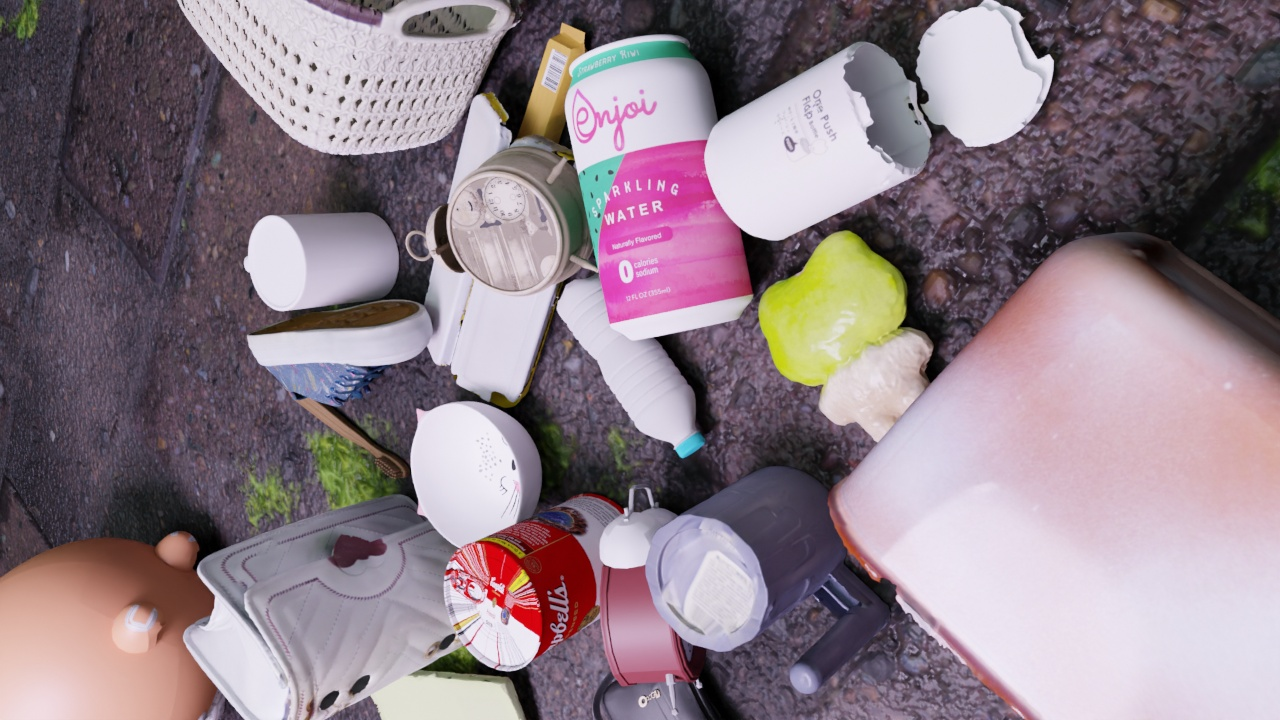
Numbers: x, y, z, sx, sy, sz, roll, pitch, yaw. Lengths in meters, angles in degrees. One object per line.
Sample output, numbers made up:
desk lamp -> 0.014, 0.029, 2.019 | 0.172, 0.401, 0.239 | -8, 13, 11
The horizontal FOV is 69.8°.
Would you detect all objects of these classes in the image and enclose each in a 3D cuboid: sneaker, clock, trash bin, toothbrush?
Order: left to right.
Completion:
sneaker -> -0.247, 0.001, 0.752 | 0.236, 0.087, 0.079 | -2, 110, 45
toothbrush -> -0.266, 0.062, 0.824 | 0.167, 0.016, 0.016 | 30, 116, 28
clock -> -0.096, -0.083, 0.592 | 0.141, 0.054, 0.093 | -7, 111, 24
clock -> 0.009, 0.149, 0.590 | 0.048, 0.096, 0.137 | -8, 82, 15
trash bin -> 0.239, 0.078, 0.367 | 0.259, 0.181, 0.158 | 45, 119, 21

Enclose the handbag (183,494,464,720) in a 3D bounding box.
handbag -> -0.223, 0.188, 0.706 | 0.142, 0.198, 0.096 | 34, 115, 25

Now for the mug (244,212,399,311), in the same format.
mug -> -0.269, -0.082, 0.751 | 0.111, 0.090, 0.074 | 3, 100, 35

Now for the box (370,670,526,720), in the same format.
box -> -0.157, 0.326, 0.787 | 0.188, 0.029, 0.138 | -13, 97, 37

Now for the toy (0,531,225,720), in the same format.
toy -> -0.552, 0.310, 0.934 | 0.265, 0.262, 0.281 | 36, 104, -21

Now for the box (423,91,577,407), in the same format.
box -> -0.107, -0.074, 0.660 | 0.128, 0.045, 0.210 | 39, 127, 26

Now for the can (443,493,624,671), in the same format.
can -> -0.063, 0.148, 0.632 | 0.087, 0.116, 0.087 | 8, 103, 34

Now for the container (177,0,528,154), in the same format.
container -> -0.209, -0.256, 0.626 | 0.251, 0.184, 0.144 | 47, 130, 19

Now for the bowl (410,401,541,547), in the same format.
bowl -> -0.117, 0.083, 0.699 | 0.115, 0.050, 0.115 | 8, 103, 34

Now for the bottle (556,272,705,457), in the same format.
bottle -> -0.004, 0.004, 0.607 | 0.044, 0.044, 0.136 | -44, 73, 33

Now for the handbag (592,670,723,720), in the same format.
handbag -> 0.027, 0.259, 0.630 | 0.079, 0.054, 0.128 | -44, 69, 27

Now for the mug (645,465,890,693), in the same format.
mug -> 0.077, 0.128, 0.536 | 0.124, 0.103, 0.084 | 44, 119, 21

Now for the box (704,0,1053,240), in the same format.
box -> 0.118, -0.126, 0.477 | 0.166, 0.094, 0.084 | -21, 83, 45

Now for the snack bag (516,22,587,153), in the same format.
snack bag -> -0.060, -0.178, 0.627 | 0.026, 0.020, 0.099 | 35, 118, 26

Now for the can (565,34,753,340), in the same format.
can -> 0.010, -0.100, 0.550 | 0.088, 0.088, 0.166 | -10, 93, 36

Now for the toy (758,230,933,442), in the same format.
toy -> 0.122, -0.008, 0.517 | 0.092, 0.043, 0.118 | -42, 77, 31
